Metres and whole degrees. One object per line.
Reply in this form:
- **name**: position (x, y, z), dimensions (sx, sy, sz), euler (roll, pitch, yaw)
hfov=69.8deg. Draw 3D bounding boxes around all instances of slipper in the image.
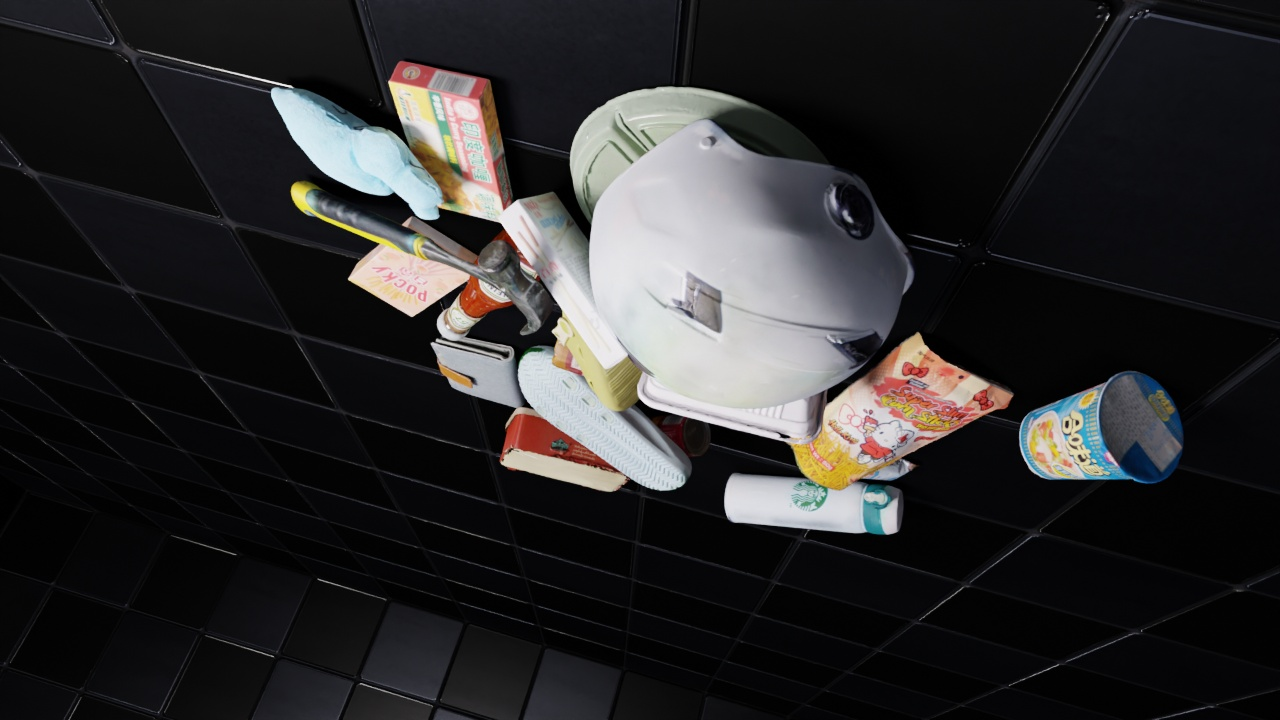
- **slipper**: position (-0.042, -0.038, 0.911), dimensions (0.082, 0.091, 0.191), euler (26, 148, 43)
- **slipper**: position (-0.036, 0.060, 1.091), dimensions (0.245, 0.074, 0.104), euler (39, 141, -3)

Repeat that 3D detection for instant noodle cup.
- **instant noodle cup**: position (0.094, -0.001, 0.863), dimensions (0.173, 0.137, 0.060), euler (13, 131, 8)
- **instant noodle cup**: position (0.412, 0.068, 0.839), dimensions (0.099, 0.099, 0.110), euler (25, 160, -14)

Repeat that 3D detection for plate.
- **plate**: position (0.049, -0.129, 0.753), dimensions (0.230, 0.027, 0.231), euler (13, 153, 7)

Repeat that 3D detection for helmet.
- **helmet**: position (0.077, -0.043, 0.706), dimensions (0.258, 0.145, 0.230), euler (27, 152, -18)

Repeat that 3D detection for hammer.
- **hammer**: position (-0.205, -0.103, 0.833), dimensions (0.324, 0.031, 0.126), euler (24, 163, 32)

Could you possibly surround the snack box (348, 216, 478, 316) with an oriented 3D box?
- **snack box**: position (-0.244, -0.097, 0.981), dimensions (0.084, 0.026, 0.158), euler (32, 149, -26)

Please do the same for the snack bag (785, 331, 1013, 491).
- **snack bag**: position (0.253, 0.058, 0.929), dimensions (0.128, 0.073, 0.208), euler (28, 137, -18)

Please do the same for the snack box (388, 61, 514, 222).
- **snack box**: position (-0.156, -0.180, 0.777), dimensions (0.077, 0.027, 0.156), euler (14, 152, 8)

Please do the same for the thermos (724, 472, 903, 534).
- **thermos**: position (0.222, 0.183, 1.176), dimensions (0.225, 0.073, 0.073), euler (0, 148, 30)

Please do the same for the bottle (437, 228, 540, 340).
- **bottle**: position (-0.145, -0.075, 0.901), dimensions (0.059, 0.059, 0.207), euler (30, 142, -22)

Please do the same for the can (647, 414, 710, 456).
- **can**: position (0.019, 0.096, 1.150), dimensions (0.133, 0.053, 0.053), euler (-8, 143, 40)

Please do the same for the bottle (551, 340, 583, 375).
- **bottle**: position (-0.006, 0.006, 0.996), dimensions (0.175, 0.057, 0.058), euler (19, 152, -1)

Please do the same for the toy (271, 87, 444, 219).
- **toy**: position (-0.245, -0.179, 0.796), dimensions (0.156, 0.049, 0.161), euler (5, 146, 50)

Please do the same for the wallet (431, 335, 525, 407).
- **wallet**: position (-0.203, 0.016, 1.152), dimensions (0.106, 0.036, 0.130), euler (13, 153, 6)

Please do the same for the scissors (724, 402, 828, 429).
- **scissors**: position (0.195, 0.067, 1.028), dimensions (0.231, 0.021, 0.221), euler (-9, 143, 38)

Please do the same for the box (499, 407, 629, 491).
- **box**: position (-0.099, 0.129, 1.228), dimensions (0.168, 0.077, 0.092), euler (16, 153, -14)

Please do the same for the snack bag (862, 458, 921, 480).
- **snack bag**: position (0.272, 0.124, 1.063), dimensions (0.104, 0.026, 0.048), euler (9, 156, -28)

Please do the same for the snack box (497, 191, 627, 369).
- **snack box**: position (-0.053, -0.071, 0.786), dimensions (0.027, 0.084, 0.157), euler (-34, 93, 21)
